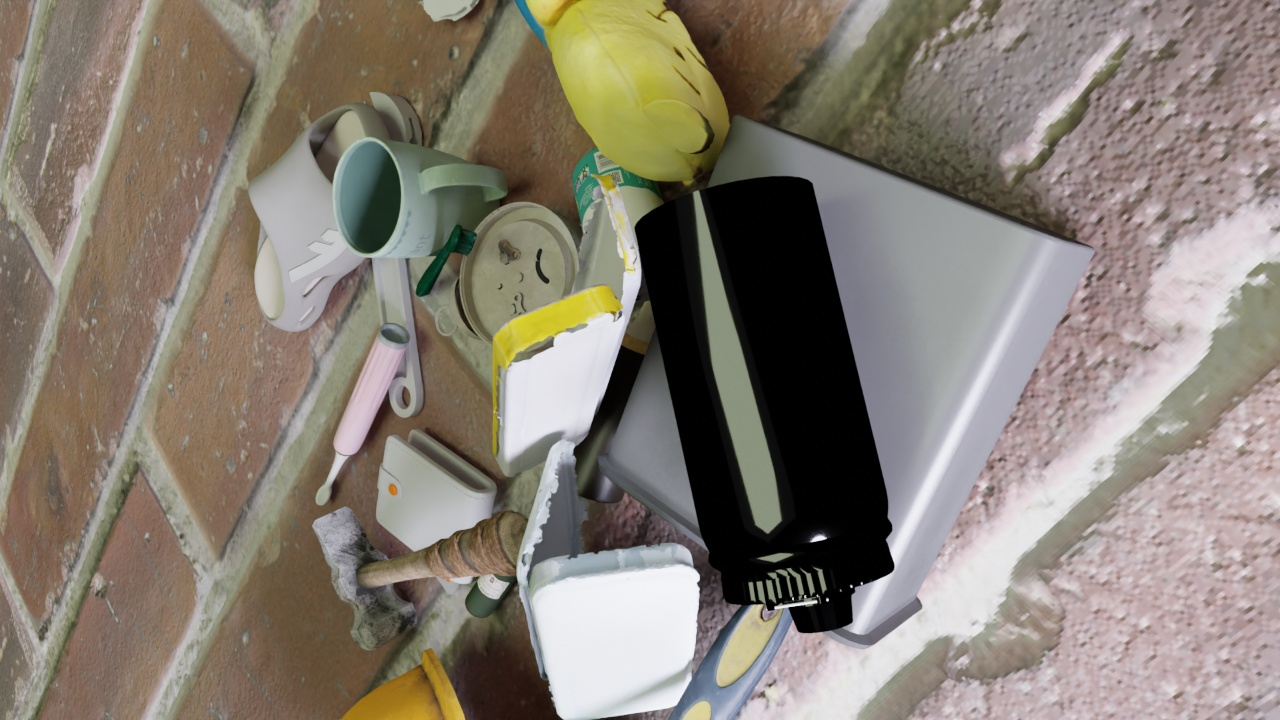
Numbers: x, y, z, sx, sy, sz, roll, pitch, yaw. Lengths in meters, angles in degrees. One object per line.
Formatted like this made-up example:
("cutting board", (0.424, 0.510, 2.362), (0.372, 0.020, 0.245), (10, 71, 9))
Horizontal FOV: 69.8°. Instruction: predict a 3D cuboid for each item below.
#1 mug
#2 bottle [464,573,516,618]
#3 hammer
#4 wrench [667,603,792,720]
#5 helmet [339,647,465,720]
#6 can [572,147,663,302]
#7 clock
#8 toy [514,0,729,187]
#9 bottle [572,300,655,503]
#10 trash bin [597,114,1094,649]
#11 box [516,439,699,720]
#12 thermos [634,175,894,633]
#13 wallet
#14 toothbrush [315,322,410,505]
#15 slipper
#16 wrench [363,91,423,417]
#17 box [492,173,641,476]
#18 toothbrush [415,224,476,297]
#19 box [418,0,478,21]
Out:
("mug", (-0.150, -0.120, 0.676), (0.111, 0.103, 0.084), (-12, 87, 38))
("bottle", (-0.105, 0.161, 0.716), (0.025, 0.025, 0.106), (48, 120, 24))
("hammer", (-0.164, 0.152, 0.690), (0.320, 0.048, 0.121), (-24, 90, 51))
("wrench", (0.018, 0.249, 0.559), (0.073, 0.022, 0.273), (32, 85, 22))
("helmet", (-0.180, 0.357, 0.677), (0.206, 0.131, 0.255), (163, 94, -70))
("can", (-0.010, -0.088, 0.582), (0.055, 0.055, 0.101), (-43, 44, 32))
("clock", (-0.088, -0.050, 0.663), (0.157, 0.061, 0.103), (-20, 79, 29))
("toy", (-0.016, -0.191, 0.542), (0.084, 0.148, 0.214), (-31, 78, 23))
("bottle", (-0.004, 0.004, 0.614), (0.045, 0.045, 0.185), (26, 102, 33))
("trash bin", (0.101, 0.005, 0.502), (0.192, 0.097, 0.220), (31, 111, 31))
("box", (-0.029, 0.133, 0.584), (0.215, 0.106, 0.127), (92, 167, -50))
("thermos", (0.060, 0.026, 0.420), (0.086, 0.086, 0.198), (-17, 82, 37))
("wallet", (-0.172, 0.130, 0.758), (0.118, 0.037, 0.115), (28, 115, 31))
("toothbrush", (-0.251, 0.055, 0.808), (0.027, 0.026, 0.223), (26, 124, -12))
("slipper", (-0.300, -0.112, 0.790), (0.267, 0.080, 0.113), (-39, 67, 42))
("wrench", (-0.206, -0.088, 0.777), (0.087, 0.018, 0.273), (-7, 91, 37))
("box", (-0.039, -0.004, 0.505), (0.057, 0.117, 0.210), (25, 156, 2))
("toothbrush", (-0.146, -0.069, 0.676), (0.190, 0.017, 0.016), (163, 123, -68))
("box", (-0.123, -0.300, 0.658), (0.166, 0.092, 0.083), (-4, 96, 29))
